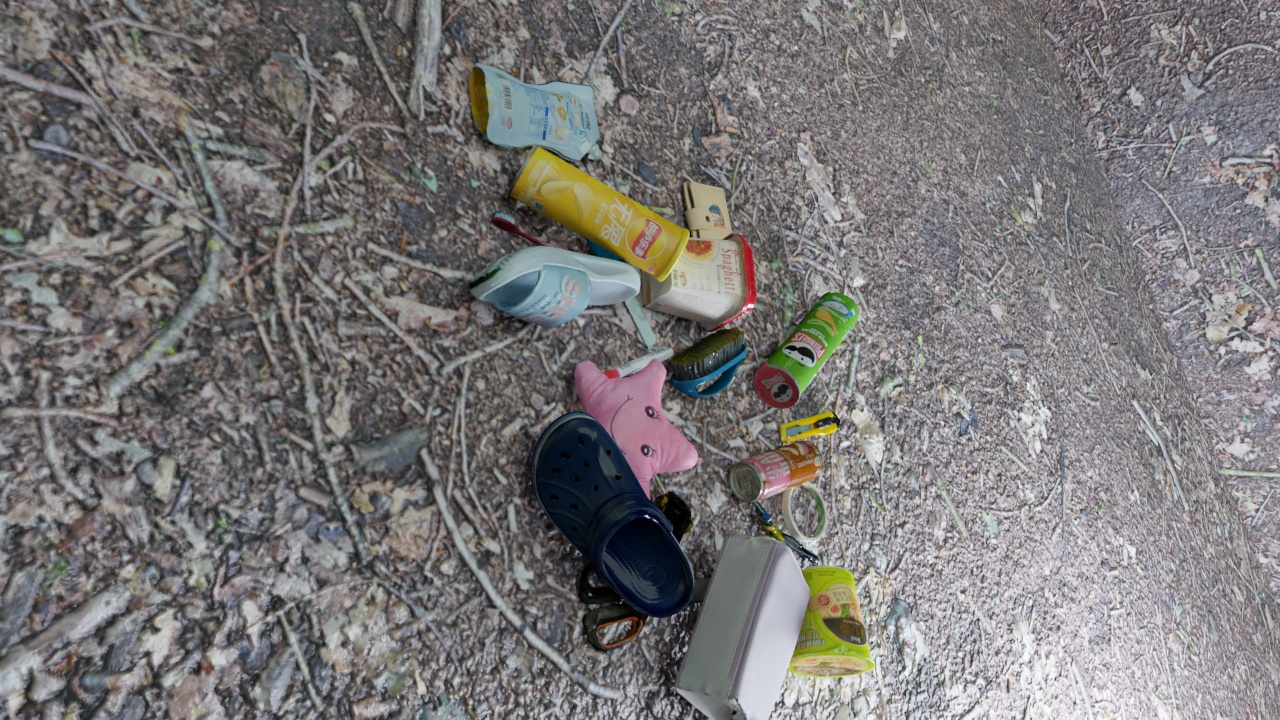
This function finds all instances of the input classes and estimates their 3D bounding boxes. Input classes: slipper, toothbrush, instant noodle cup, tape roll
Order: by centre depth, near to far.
[{"bbox_3d":[-0.029,0.176,0.976,0.105,0.095,0.253,-34,101,-8],"label":"slipper"},{"bbox_3d":[-0.091,-0.075,1.047,0.244,0.104,0.074,0,74,-50],"label":"slipper"},{"bbox_3d":[-0.099,-0.133,1.114,0.187,0.016,0.017,26,48,-30],"label":"toothbrush"},{"bbox_3d":[0.242,0.338,1.198,0.111,0.112,0.123,27,50,-33],"label":"instant noodle cup"},{"bbox_3d":[0.073,-0.107,1.208,0.124,0.117,0.116,6,70,-29],"label":"instant noodle cup"},{"bbox_3d":[0.231,0.213,1.293,0.085,0.014,0.085,17,63,-38],"label":"tape roll"}]

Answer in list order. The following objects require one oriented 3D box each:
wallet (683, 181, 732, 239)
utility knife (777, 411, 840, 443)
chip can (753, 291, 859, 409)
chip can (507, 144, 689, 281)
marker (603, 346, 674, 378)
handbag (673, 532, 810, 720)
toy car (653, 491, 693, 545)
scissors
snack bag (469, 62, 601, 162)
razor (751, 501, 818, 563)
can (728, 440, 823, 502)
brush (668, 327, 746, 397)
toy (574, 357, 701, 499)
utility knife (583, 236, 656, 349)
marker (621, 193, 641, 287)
[{"bbox_3d":[0.099,-0.200,1.324,0.087,0.024,0.115,2,74,-41],"label":"wallet"},{"bbox_3d":[0.250,0.100,1.352,0.156,0.015,0.033,-10,78,-44],"label":"utility knife"},{"bbox_3d":[0.249,-0.021,1.359,0.072,0.072,0.235,56,46,-11],"label":"chip can"},{"bbox_3d":[-0.048,-0.176,1.097,0.213,0.072,0.071,29,54,-10],"label":"chip can"},{"bbox_3d":[-0.007,0.007,1.149,0.144,0.017,0.017,-21,89,-45],"label":"marker"},{"bbox_3d":[0.124,0.323,1.082,0.145,0.099,0.196,54,50,-40],"label":"handbag"},{"bbox_3d":[0.022,0.209,1.082,0.056,0.037,0.122,44,46,-13],"label":"toy car"},{"bbox_3d":[0.019,0.261,1.072,0.233,0.022,0.152,-28,93,-45],"label":"scissors"},{"bbox_3d":[-0.124,-0.308,1.148,0.190,0.039,0.110,-1,69,-45],"label":"snack bag"},{"bbox_3d":[0.196,0.240,1.247,0.142,0.022,0.042,42,6,-28],"label":"razor"},{"bbox_3d":[0.186,0.149,1.244,0.147,0.058,0.058,-11,82,-45],"label":"can"},{"bbox_3d":[0.093,0.009,1.218,0.143,0.055,0.073,-31,119,-45],"label":"brush"},{"bbox_3d":[-0.007,0.083,1.072,0.178,0.075,0.194,21,67,-18],"label":"toy"},{"bbox_3d":[-0.034,-0.115,1.170,0.034,0.018,0.225,-31,98,-25],"label":"utility knife"},{"bbox_3d":[-0.015,-0.156,1.204,0.022,0.018,0.130,7,69,-51],"label":"marker"}]
